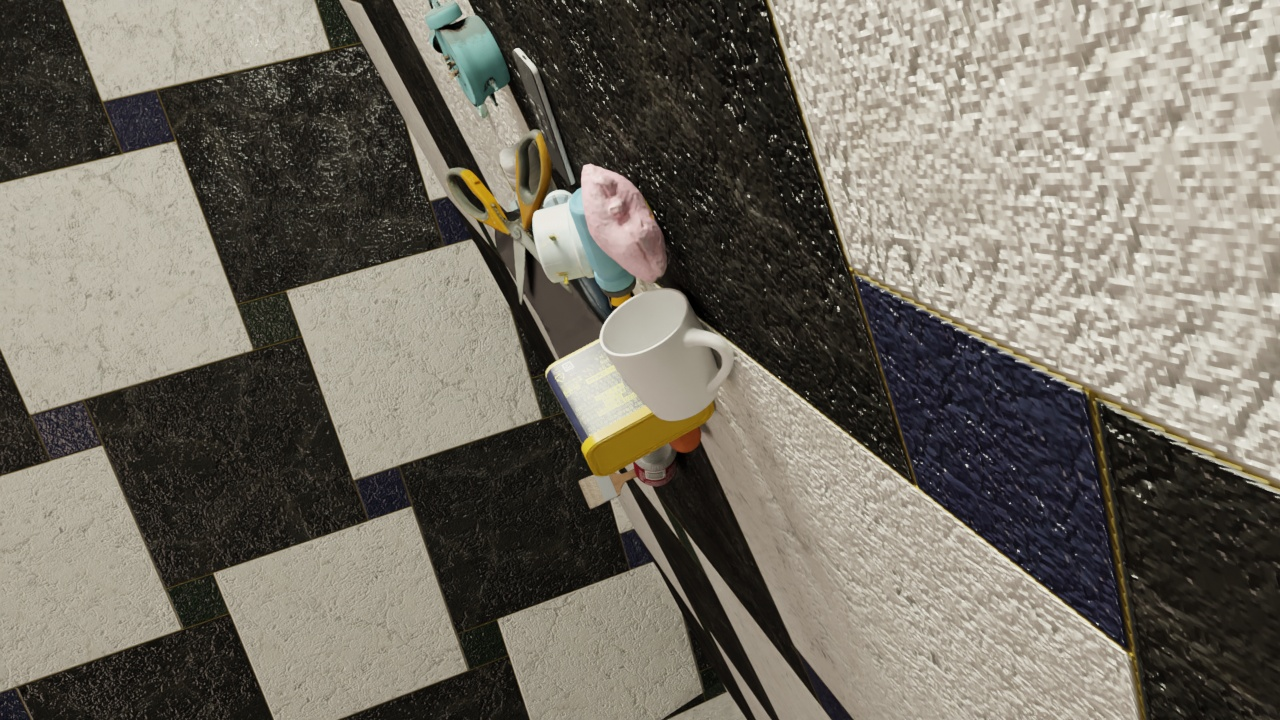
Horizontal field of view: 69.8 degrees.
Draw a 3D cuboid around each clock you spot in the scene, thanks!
[{"bbox_3d":[-0.072,-0.127,0.936,0.117,0.057,0.083,-92,-13,-60],"label":"clock"},{"bbox_3d":[-0.184,-0.325,0.955,0.124,0.053,0.090,60,171,-4],"label":"clock"}]

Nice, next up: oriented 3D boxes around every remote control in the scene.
[{"bbox_3d":[-0.092,-0.232,0.888,0.045,0.008,0.147,54,169,35],"label":"remote control"}]

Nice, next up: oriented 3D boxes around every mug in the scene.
[{"bbox_3d":[0.033,-0.001,0.768,0.114,0.080,0.088,6,140,40],"label":"mug"}]

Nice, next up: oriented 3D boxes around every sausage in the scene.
[{"bbox_3d":[0.038,0.078,1.064,0.039,0.044,0.164,41,174,-8],"label":"sausage"}]

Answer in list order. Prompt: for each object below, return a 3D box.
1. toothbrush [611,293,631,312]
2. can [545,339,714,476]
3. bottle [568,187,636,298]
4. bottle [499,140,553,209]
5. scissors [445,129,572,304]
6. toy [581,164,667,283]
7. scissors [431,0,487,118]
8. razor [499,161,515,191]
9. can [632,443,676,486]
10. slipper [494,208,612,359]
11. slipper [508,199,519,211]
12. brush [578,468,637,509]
[{"bbox_3d":[-0.006,0.006,1.030,0.031,0.030,0.197,-135,29,-56],"label":"toothbrush"},{"bbox_3d":[-0.012,0.032,0.905,0.104,0.135,0.075,58,172,30],"label":"can"},{"bbox_3d":[-0.032,-0.106,0.864,0.040,0.040,0.130,53,169,38],"label":"bottle"},{"bbox_3d":[-0.124,-0.193,1.078,0.044,0.044,0.136,53,169,40],"label":"bottle"},{"bbox_3d":[-0.141,-0.169,1.027,0.225,0.016,0.230,46,139,17],"label":"scissors"},{"bbox_3d":[-0.018,-0.113,0.723,0.093,0.050,0.102,62,175,-33],"label":"toy"},{"bbox_3d":[-0.233,-0.385,1.184,0.171,0.024,0.166,-143,30,-74],"label":"scissors"},{"bbox_3d":[-0.178,-0.261,1.243,0.042,0.026,0.106,62,175,-28],"label":"razor"},{"bbox_3d":[0.020,0.137,1.297,0.063,0.063,0.114,57,171,18],"label":"can"},{"bbox_3d":[-0.068,-0.070,1.095,0.109,0.083,0.265,-29,93,49],"label":"slipper"},{"bbox_3d":[-0.121,-0.111,1.224,0.268,0.055,0.098,57,-169,26],"label":"slipper"},{"bbox_3d":[-0.017,0.172,1.357,0.008,0.143,0.045,97,150,-75],"label":"brush"}]
